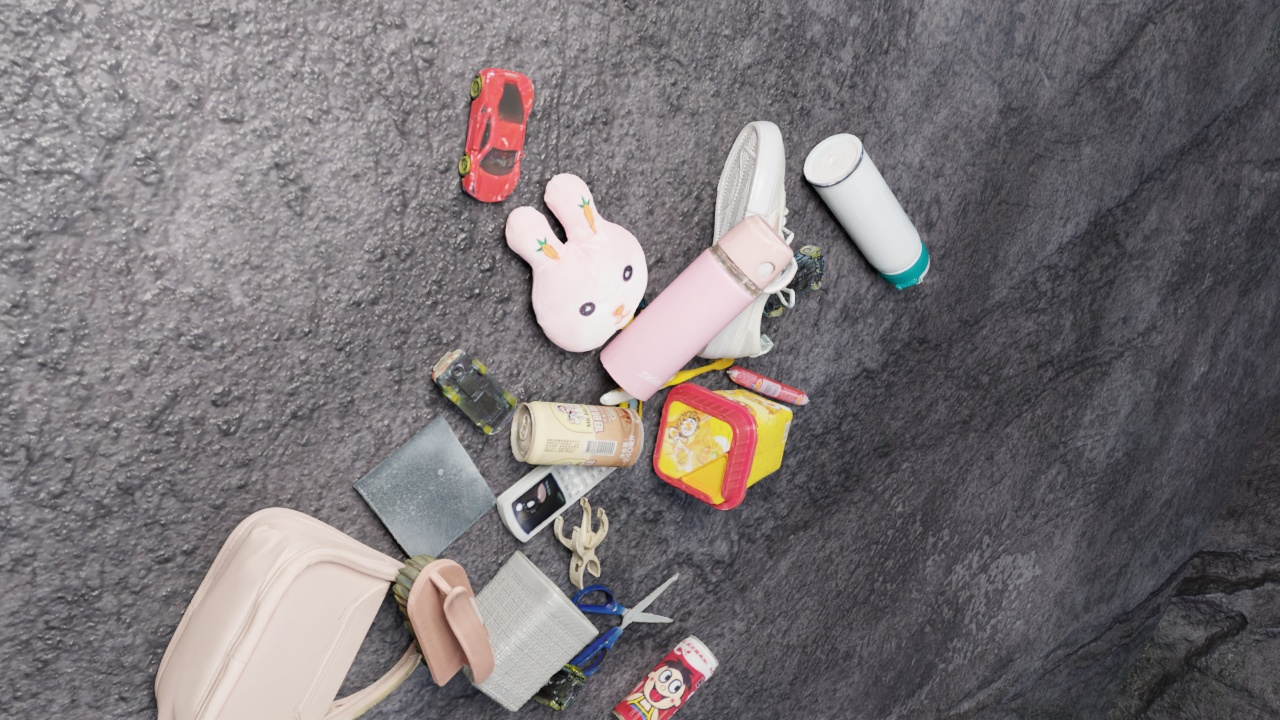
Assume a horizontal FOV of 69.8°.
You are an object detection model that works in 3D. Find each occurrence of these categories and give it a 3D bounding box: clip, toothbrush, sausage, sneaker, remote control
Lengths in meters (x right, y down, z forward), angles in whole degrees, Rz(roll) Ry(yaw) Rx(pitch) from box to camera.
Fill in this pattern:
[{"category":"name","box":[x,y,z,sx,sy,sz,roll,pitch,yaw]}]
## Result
[{"category":"clip","box":[-0.050,0.184,0.956,0.083,0.035,0.104,-47,140,-24]},{"category":"toothbrush","box":[0.029,0.017,0.946,0.190,0.018,0.016,-16,122,-40]},{"category":"sausage","box":[0.149,0.031,1.062,0.155,0.020,0.020,20,96,-43]},{"category":"sneaker","box":[0.120,-0.113,0.919,0.090,0.089,0.242,4,111,-20]},{"category":"remote control","box":[-0.074,0.117,0.914,0.149,0.021,0.058,-38,129,-21]}]

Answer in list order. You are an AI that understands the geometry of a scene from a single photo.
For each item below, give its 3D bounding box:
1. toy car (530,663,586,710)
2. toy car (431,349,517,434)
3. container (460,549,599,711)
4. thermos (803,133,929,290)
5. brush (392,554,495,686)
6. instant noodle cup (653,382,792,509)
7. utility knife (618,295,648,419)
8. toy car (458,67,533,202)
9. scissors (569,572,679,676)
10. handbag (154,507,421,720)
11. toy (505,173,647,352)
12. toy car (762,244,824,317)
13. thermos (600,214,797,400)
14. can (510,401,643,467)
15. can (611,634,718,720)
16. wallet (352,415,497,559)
[{"category":"toy car","box":[-0.102,0.338,0.980,0.105,0.032,0.048,41,81,-40]},{"category":"toy car","box":[-0.145,0.028,0.806,0.042,0.035,0.090,-47,132,-11]},{"category":"container","box":[-0.121,0.267,0.899,0.114,0.090,0.090,-45,130,-11]},{"category":"thermos","box":[0.265,-0.162,1.042,0.224,0.073,0.073,39,82,-43]},{"category":"brush","box":[-0.165,0.222,0.790,0.063,0.073,0.146,-41,145,-33]},{"category":"instant noodle cup","box":[0.094,0.084,0.985,0.123,0.116,0.116,-11,117,-49]},{"category":"utility knife","box":[-0.005,0.005,0.925,0.033,0.015,0.154,-13,117,-33]},{"category":"toy car","box":[-0.115,-0.180,0.743,0.049,0.031,0.106,1,110,-39]},{"category":"scissors","box":[-0.024,0.295,1.041,0.175,0.012,0.162,-50,132,-12]},{"category":"handbag","box":[-0.265,0.238,0.781,0.234,0.093,0.193,27,90,-51]},{"category":"toy","box":[-0.056,-0.083,0.821,0.121,0.054,0.159,-45,127,-15]},{"category":"toy car","box":[0.162,-0.088,1.011,0.105,0.031,0.049,-34,126,-25]},{"category":"thermos","box":[0.059,-0.046,0.862,0.199,0.067,0.087,-43,133,13]},{"category":"can","box":[-0.059,0.071,0.867,0.116,0.058,0.058,6,106,-28]},{"category":"can","box":[0.031,0.394,1.102,0.132,0.053,0.053,-40,129,-19]},{"category":"wallet","box":[-0.189,0.121,0.824,0.097,0.019,0.121,-40,131,-20]}]
